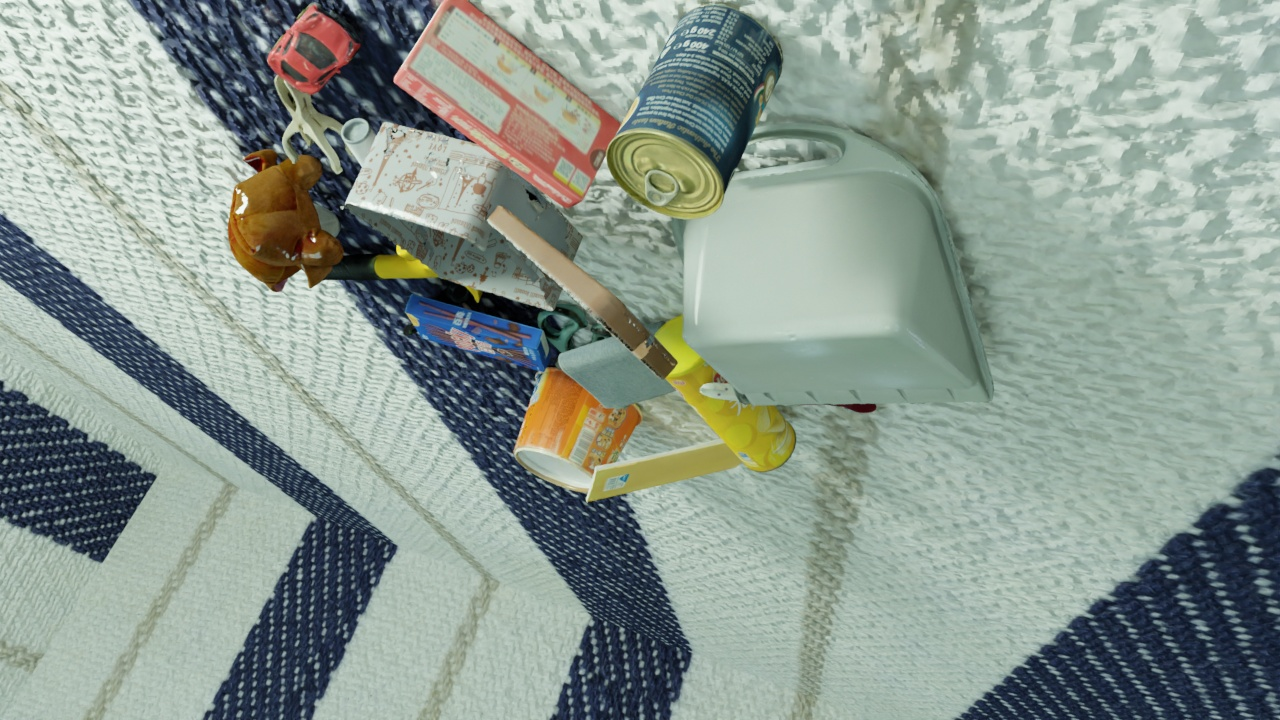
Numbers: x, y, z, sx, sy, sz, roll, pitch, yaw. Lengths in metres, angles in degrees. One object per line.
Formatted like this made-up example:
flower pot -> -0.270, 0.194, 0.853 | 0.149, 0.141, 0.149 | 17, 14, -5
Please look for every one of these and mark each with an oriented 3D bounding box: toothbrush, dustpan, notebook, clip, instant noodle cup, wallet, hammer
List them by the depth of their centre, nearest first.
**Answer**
dustpan -> 0.140, -0.061, 0.710 | 0.223, 0.142, 0.257 | -2, 165, 29
clip -> -0.289, -0.209, 0.825 | 0.096, 0.035, 0.101 | 31, 147, -6
toothbrush -> -0.232, -0.155, 0.884 | 0.026, 0.026, 0.221 | 25, 163, 15
toothbrush -> 0.146, 0.038, 0.904 | 0.187, 0.016, 0.017 | 6, 171, -15
wallet -> -0.006, 0.006, 0.992 | 0.130, 0.036, 0.106 | -17, 139, 28
hammer -> -0.284, -0.103, 1.014 | 0.301, 0.032, 0.128 | 5, 164, 42
toothbrush -> -0.254, -0.057, 1.117 | 0.027, 0.026, 0.213 | -14, 176, -31
notebook -> 0.038, 0.131, 1.119 | 0.206, 0.010, 0.146 | -12, 160, -12
instant noodle cup -> -0.086, 0.094, 1.172 | 0.151, 0.111, 0.151 | 19, 156, 9

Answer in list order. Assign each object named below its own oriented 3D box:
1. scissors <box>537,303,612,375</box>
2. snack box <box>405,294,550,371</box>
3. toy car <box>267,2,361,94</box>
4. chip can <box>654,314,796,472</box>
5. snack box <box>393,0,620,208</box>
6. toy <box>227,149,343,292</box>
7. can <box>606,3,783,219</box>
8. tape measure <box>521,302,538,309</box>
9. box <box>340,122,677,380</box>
scissors -> -0.091, -0.024, 1.049 | 0.129, 0.019, 0.186 | 34, 152, -23
snack box -> -0.184, -0.030, 1.049 | 0.157, 0.026, 0.085 | 15, 162, 5
toy car -> -0.260, -0.245, 0.728 | 0.049, 0.031, 0.107 | 37, 150, -30
chip can -> 0.089, 0.038, 0.958 | 0.072, 0.072, 0.213 | 3, 150, 37
snack box -> -0.091, -0.183, 0.654 | 0.153, 0.075, 0.026 | 34, 155, -24
toy -> -0.372, -0.141, 0.958 | 0.130, 0.140, 0.200 | -12, 179, -35
can -> 0.035, -0.153, 0.563 | 0.075, 0.111, 0.075 | 21, 156, 9
tape measure -> -0.115, -0.085, 0.927 | 0.066, 0.033, 0.066 | 31, 153, -18
box -> -0.089, -0.085, 0.752 | 0.261, 0.102, 0.178 | 19, 171, 23
